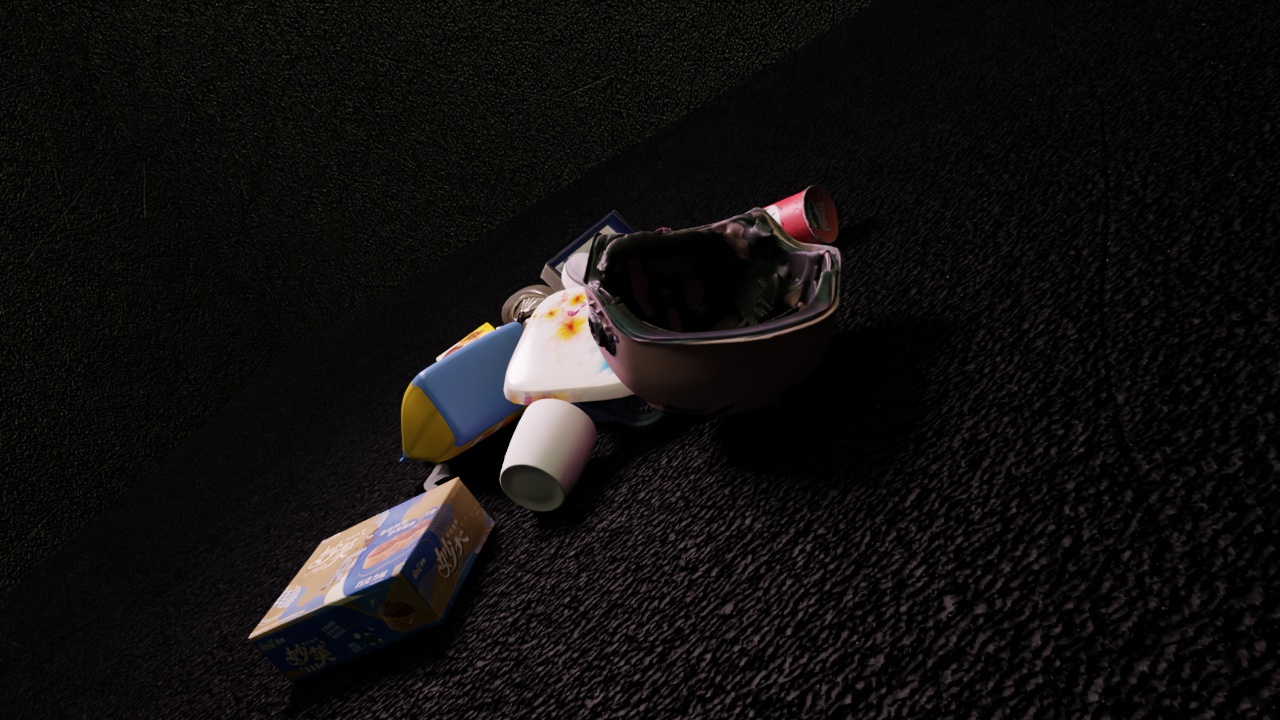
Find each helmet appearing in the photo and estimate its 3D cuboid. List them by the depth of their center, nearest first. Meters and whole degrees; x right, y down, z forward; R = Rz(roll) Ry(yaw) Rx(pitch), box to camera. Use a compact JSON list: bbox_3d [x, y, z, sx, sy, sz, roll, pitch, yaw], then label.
[{"bbox_3d":[0.062,-0.032,0.842,0.229,0.153,0.255,-12,30,-20],"label":"helmet"}]

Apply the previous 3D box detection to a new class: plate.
[{"bbox_3d":[-0.053,-0.027,0.993,0.187,0.016,0.186,-5,42,22],"label":"plate"}]

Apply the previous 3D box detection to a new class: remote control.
[{"bbox_3d":[-0.170,0.078,1.219,0.140,0.009,0.030,-36,18,-7],"label":"remote control"}]

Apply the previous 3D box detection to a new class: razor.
[{"bbox_3d":[-0.236,0.156,1.070,0.060,0.057,0.156,-5,12,-16],"label":"razor"}]

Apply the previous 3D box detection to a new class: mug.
[{"bbox_3d":[-0.101,0.108,0.938,0.114,0.081,0.087,-60,5,42],"label":"mug"}]

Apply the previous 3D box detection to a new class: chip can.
[{"bbox_3d":[0.138,-0.152,1.187,0.234,0.073,0.072,-17,24,43],"label":"chip can"}]

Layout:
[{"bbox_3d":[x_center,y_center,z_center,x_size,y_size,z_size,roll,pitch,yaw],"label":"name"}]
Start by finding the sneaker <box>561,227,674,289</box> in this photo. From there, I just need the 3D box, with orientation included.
[{"bbox_3d":[-0.007,-0.109,1.129,0.263,0.096,0.129,33,102,51],"label":"sneaker"}]

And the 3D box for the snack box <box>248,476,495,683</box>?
[{"bbox_3d":[-0.265,0.219,0.921,0.203,0.069,0.154,-26,19,23],"label":"snack box"}]

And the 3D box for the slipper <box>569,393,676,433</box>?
[{"bbox_3d":[-0.039,0.012,1.011,0.101,0.082,0.264,-55,27,-12],"label":"slipper"}]

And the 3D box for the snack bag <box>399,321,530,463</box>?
[{"bbox_3d":[-0.217,0.058,1.152,0.158,0.102,0.206,-33,-6,-36],"label":"snack bag"}]

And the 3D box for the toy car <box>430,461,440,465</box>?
[{"bbox_3d":[-0.279,0.120,1.263,0.049,0.030,0.107,-39,21,-21],"label":"toy car"}]

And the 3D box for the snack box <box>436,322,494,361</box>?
[{"bbox_3d":[-0.253,0.008,1.458,0.110,0.062,0.230,-36,18,-8],"label":"snack box"}]

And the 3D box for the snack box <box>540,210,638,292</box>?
[{"bbox_3d":[-0.038,-0.116,1.279,0.144,0.144,0.043,-42,-7,-28],"label":"snack box"}]

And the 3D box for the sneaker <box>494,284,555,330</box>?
[{"bbox_3d":[-0.152,-0.041,1.352,0.238,0.101,0.142,-1,30,49],"label":"sneaker"}]
